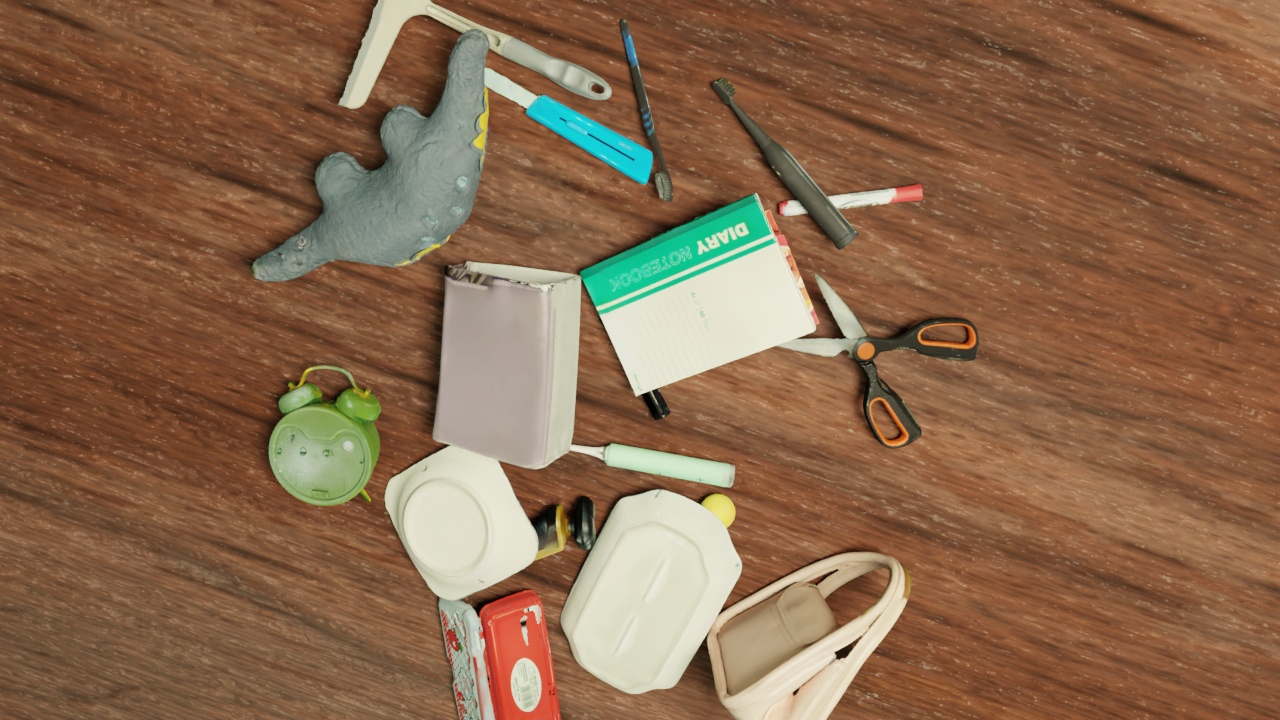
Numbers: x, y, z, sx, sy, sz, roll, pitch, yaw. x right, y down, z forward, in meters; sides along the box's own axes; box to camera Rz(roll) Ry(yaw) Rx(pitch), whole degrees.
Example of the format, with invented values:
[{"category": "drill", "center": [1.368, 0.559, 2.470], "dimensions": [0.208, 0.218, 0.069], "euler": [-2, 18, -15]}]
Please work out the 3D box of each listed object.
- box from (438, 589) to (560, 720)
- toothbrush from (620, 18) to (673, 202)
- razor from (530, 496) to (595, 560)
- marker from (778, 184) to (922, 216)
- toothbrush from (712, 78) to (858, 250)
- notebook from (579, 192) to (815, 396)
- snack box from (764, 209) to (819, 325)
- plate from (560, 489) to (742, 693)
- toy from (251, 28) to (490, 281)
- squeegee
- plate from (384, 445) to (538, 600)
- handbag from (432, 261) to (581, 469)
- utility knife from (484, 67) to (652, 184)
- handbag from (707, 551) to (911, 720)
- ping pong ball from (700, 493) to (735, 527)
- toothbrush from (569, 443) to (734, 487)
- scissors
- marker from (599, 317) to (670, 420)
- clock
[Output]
[{"category": "box", "center": [-0.170, 0.370, 1.097], "dimensions": [0.112, 0.100, 0.201], "euler": [-14, 104, -28]}, {"category": "toothbrush", "center": [0.004, -0.253, 0.932], "dimensions": [0.014, 0.016, 0.189], "euler": [-9, 98, 48]}, {"category": "razor", "center": [-0.122, 0.210, 1.051], "dimensions": [0.168, 0.062, 0.067], "euler": [-24, 125, 15]}, {"category": "marker", "center": [0.216, -0.165, 0.947], "dimensions": [0.145, 0.017, 0.017], "euler": [-6, 103, 6]}, {"category": "toothbrush", "center": [0.144, -0.201, 0.929], "dimensions": [0.027, 0.026, 0.212], "euler": [-39, 90, -27]}, {"category": "notebook", "center": [0.055, -0.063, 0.942], "dimensions": [0.210, 0.012, 0.150], "euler": [-21, 100, 25]}, {"category": "snack box", "center": [0.110, -0.077, 0.962], "dimensions": [0.113, 0.044, 0.127], "euler": [-23, 101, 9]}, {"category": "plate", "center": [0.004, 0.272, 1.037], "dimensions": [0.162, 0.034, 0.266], "euler": [30, 111, 7]}, {"category": "toy", "center": [-0.249, -0.172, 0.935], "dimensions": [0.357, 0.091, 0.138], "euler": [-37, 119, 18]}, {"category": "squeegee", "center": [-0.141, -0.321, 0.925], "dimensions": [0.246, 0.039, 0.247], "euler": [24, 102, -5]}, {"category": "plate", "center": [-0.210, 0.184, 1.031], "dimensions": [0.164, 0.034, 0.163], "euler": [-30, 88, 20]}, {"category": "handbag", "center": [-0.142, 0.001, 0.973], "dimensions": [0.145, 0.098, 0.197], "euler": [10, 106, 18]}, {"category": "utility knife", "center": [-0.079, -0.247, 0.950], "dimensions": [0.209, 0.018, 0.034], "euler": [29, 104, -2]}, {"category": "handbag", "center": [0.186, 0.287, 0.980], "dimensions": [0.234, 0.193, 0.093], "euler": [-41, 99, 4]}, {"category": "ping pong ball", "center": [0.086, 0.169, 1.026], "dimensions": [0.040, 0.040, 0.040], "euler": [1, 104, 4]}, {"category": "toothbrush", "center": [-0.005, 0.111, 1.026], "dimensions": [0.224, 0.027, 0.026], "euler": [10, 68, 2]}, {"category": "scissors", "center": [0.252, -0.005, 0.963], "dimensions": [0.230, 0.021, 0.221], "euler": [-18, 111, -2]}, {"category": "marker", "center": [-0.006, 0.006, 1.005], "dimensions": [0.022, 0.020, 0.132], "euler": [-23, 101, 26]}, {"category": "clock", "center": [-0.350, 0.084, 1.031], "dimensions": [0.116, 0.056, 0.161], "euler": [5, 104, 2]}]
